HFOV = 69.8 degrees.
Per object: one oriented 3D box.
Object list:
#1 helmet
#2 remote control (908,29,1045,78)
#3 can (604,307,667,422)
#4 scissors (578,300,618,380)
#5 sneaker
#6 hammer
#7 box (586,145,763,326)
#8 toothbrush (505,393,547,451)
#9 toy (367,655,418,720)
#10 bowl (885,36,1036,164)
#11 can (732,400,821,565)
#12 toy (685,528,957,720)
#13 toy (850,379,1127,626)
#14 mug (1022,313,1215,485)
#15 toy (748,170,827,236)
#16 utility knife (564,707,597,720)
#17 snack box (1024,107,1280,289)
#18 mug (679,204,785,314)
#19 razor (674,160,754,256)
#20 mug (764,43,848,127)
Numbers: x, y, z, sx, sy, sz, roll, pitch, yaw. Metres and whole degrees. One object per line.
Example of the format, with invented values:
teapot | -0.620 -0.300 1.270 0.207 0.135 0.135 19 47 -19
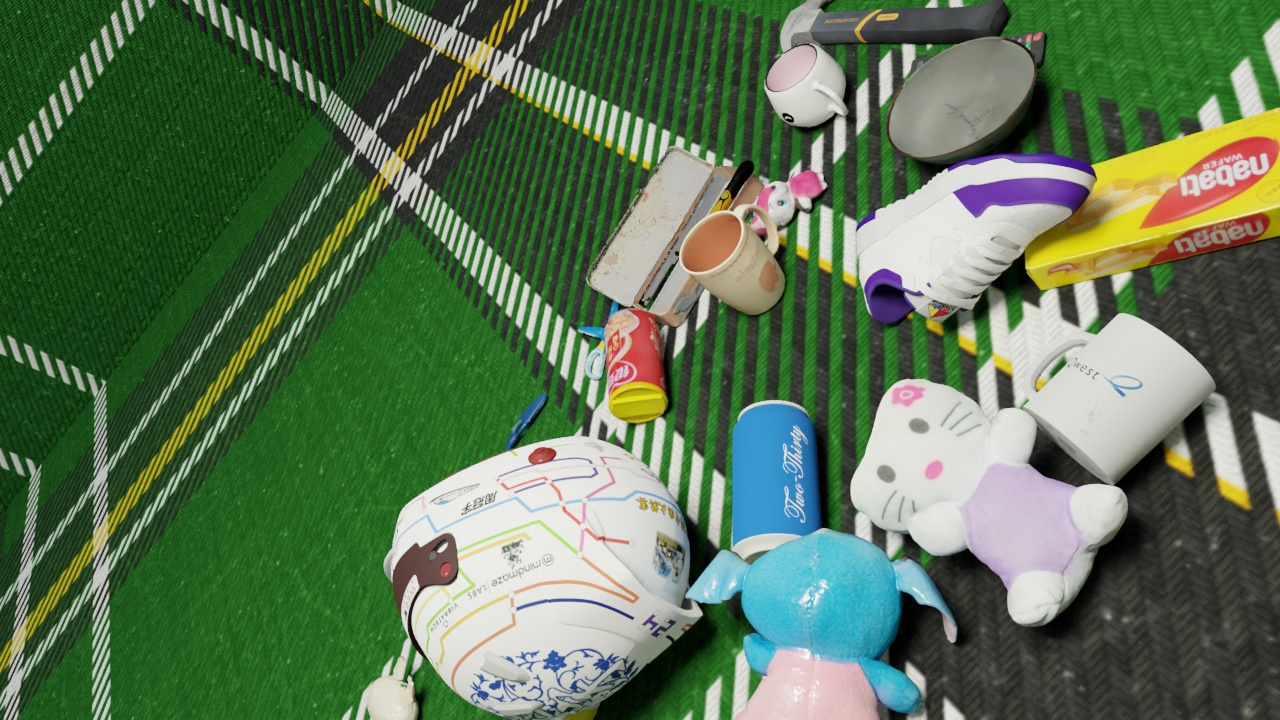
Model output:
helmet | -0.099 0.217 0.866 0.315 0.231 0.235 -28 48 20
remote control | 0.357 -0.316 0.979 0.141 0.021 0.045 -3 61 38
can | -0.006 0.006 1.063 0.067 0.066 0.124 -30 44 26
scissors | -0.040 -0.028 1.169 0.125 0.014 0.130 12 68 47
sneaker | 0.279 -0.095 0.804 0.245 0.091 0.111 -21 60 61
hammer | 0.294 -0.406 1.099 0.313 0.035 0.139 22 80 50
box | 0.042 -0.157 1.141 0.157 0.071 0.216 28 82 22
toothbrush | -0.161 0.097 1.190 0.021 0.016 0.132 29 84 49
toy | -0.292 0.403 1.065 0.087 0.050 0.112 16 77 50
bowl | 0.330 -0.249 0.926 0.151 0.056 0.150 -26 46 30
can | 0.124 0.116 0.840 0.079 0.079 0.145 -22 48 33
toy | 0.129 0.228 0.720 0.224 0.099 0.191 2 70 24
toy | 0.261 0.099 0.711 0.209 0.085 0.138 37 100 47
mug | 0.345 0.021 0.692 0.096 0.083 0.119 -47 31 8
toy | 0.162 -0.190 1.060 0.103 0.050 0.065 -28 40 20
utility knife | -0.109 0.430 0.886 0.029 0.020 0.233 21 76 52
snack box | 0.422 -0.127 0.754 0.201 0.042 0.092 -14 54 39
mug | 0.113 -0.114 1.005 0.085 0.104 0.111 13 71 48
razor | 0.094 -0.177 1.085 0.044 0.021 0.144 26 79 33
mug | 0.206 -0.316 1.084 0.090 0.076 0.124 -47 39 7
